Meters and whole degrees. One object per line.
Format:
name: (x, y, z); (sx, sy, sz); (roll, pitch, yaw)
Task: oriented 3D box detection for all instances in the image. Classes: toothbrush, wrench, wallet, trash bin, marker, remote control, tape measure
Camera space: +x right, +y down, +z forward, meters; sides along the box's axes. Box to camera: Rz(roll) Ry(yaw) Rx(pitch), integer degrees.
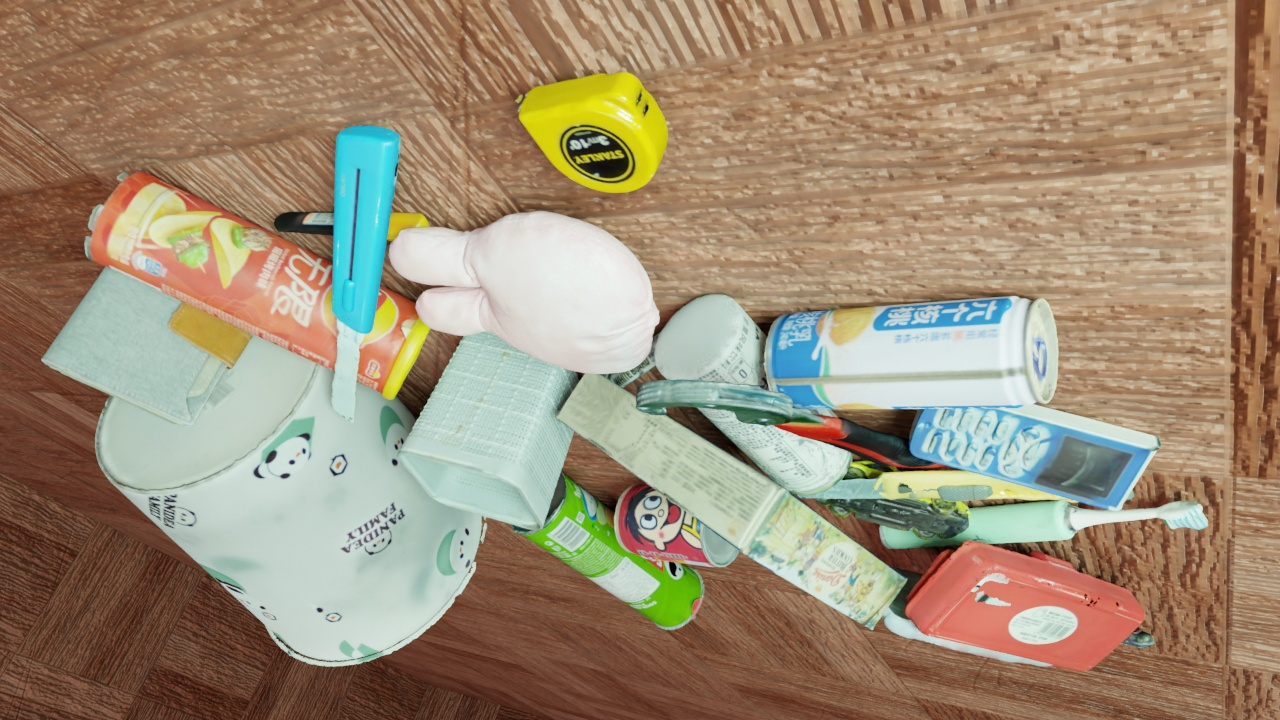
toothbrush: (0.255, 0.108, 0.613); (0.225, 0.026, 0.027); (-19, 112, 51)
wrench: (0.103, 0.040, 0.506); (0.056, 0.016, 0.273); (-9, 163, 43)
wallet: (-0.330, -0.031, 0.644); (0.106, 0.129, 0.037); (29, 156, -18)
trash bin: (-0.282, 0.095, 0.760); (0.230, 0.229, 0.252); (7, 144, 25)
marker: (-0.180, -0.083, 0.567); (0.124, 0.018, 0.015); (7, 145, 27)
remote control: (0.217, 0.046, 0.515); (0.125, 0.024, 0.049); (16, 126, 7)
marker: (-0.004, 0.004, 0.608); (0.017, 0.016, 0.146); (28, 152, -15)
tape measure: (-0.016, -0.103, 0.408); (0.060, 0.028, 0.057); (1, 146, 34)

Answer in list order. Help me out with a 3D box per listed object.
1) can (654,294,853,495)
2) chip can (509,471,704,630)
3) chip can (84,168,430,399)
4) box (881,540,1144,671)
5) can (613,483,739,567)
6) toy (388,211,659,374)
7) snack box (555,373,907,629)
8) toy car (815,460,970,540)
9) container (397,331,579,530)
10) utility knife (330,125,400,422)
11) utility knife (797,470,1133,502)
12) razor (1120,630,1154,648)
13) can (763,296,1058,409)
can: (0.071, 0.024, 0.549); (0.058, 0.058, 0.146); (-6, 143, 41)
chip can: (-0.028, 0.191, 0.908); (0.072, 0.072, 0.236); (-6, 143, 41)
chip can: (-0.250, -0.049, 0.620); (0.216, 0.073, 0.073); (25, 153, -10)
box: (0.257, 0.169, 0.679); (0.201, 0.100, 0.110); (20, 116, -30)
can: (0.032, 0.137, 0.773); (0.094, 0.066, 0.066); (-2, 145, 38)
toy: (-0.066, -0.040, 0.528); (0.159, 0.054, 0.121); (10, 144, 16)
snack box: (0.059, 0.090, 0.597); (0.178, 0.045, 0.182); (29, 173, 46)
toy car: (0.174, 0.093, 0.632); (0.105, 0.032, 0.048); (16, 146, 8)
container: (-0.096, 0.044, 0.643); (0.090, 0.111, 0.090); (13, 152, 16)
utility knife: (-0.172, -0.040, 0.555); (0.034, 0.018, 0.235); (21, 132, -1)
utility knife: (0.200, 0.079, 0.581); (0.202, 0.021, 0.031); (0, 130, 24)
razor: (0.356, 0.231, 0.774); (0.042, 0.022, 0.143); (8, 163, -42)
can: (0.134, -0.002, 0.463); (0.135, 0.053, 0.053); (-3, 145, 38)
